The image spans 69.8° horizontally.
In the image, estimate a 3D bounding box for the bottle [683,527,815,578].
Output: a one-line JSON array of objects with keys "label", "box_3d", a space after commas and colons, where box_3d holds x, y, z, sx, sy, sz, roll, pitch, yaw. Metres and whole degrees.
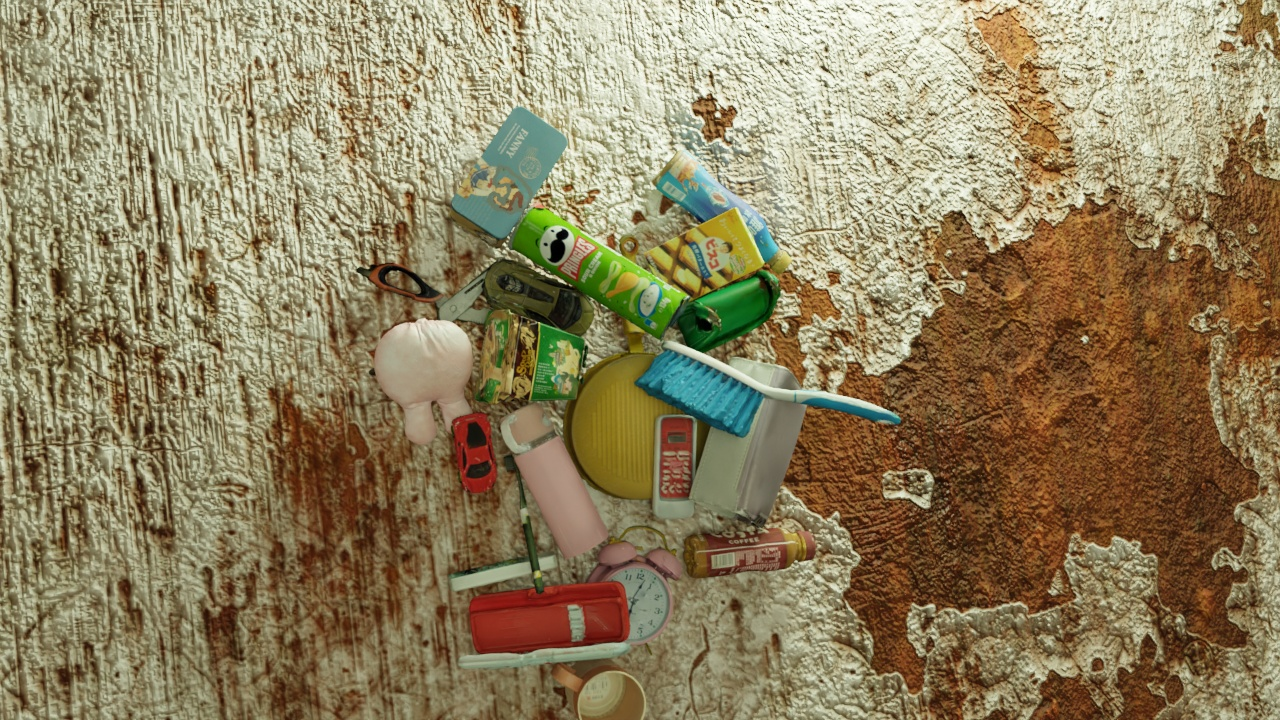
[{"label": "bottle", "box_3d": [0.148, 0.256, 1.231, 0.174, 0.057, 0.057, -2, 85, -15]}]

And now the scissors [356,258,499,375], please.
[{"label": "scissors", "box_3d": [-0.260, -0.057, 1.177, 0.222, 0.015, 0.189, 14, 83, -16]}]

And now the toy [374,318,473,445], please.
[{"label": "toy", "box_3d": [-0.263, 0.026, 1.140, 0.121, 0.054, 0.159, -13, 109, -20]}]

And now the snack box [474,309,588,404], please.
[{"label": "snack box", "box_3d": [-0.137, 0.003, 1.160, 0.105, 0.118, 0.118, 10, 88, -29]}]

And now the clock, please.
[{"label": "clock", "box_3d": [-0.009, 0.292, 1.185, 0.117, 0.060, 0.158, 15, 81, -11]}]

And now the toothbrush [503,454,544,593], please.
[{"label": "toothbrush", "box_3d": [-0.146, 0.202, 1.147, 0.017, 0.012, 0.185, -12, 63, -9]}]

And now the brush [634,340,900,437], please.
[{"label": "brush", "box_3d": [0.148, 0.049, 1.118, 0.315, 0.060, 0.109, 26, 77, 23]}]

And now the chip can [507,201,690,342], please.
[{"label": "chip can", "box_3d": [-0.053, -0.114, 1.179, 0.236, 0.072, 0.072, 32, 77, 5]}]

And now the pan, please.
[{"label": "pan", "box_3d": [-0.007, 0.007, 1.223, 0.197, 0.078, 0.357, 0, 91, -18]}]

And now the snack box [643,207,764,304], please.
[{"label": "snack box", "box_3d": [0.085, -0.136, 1.233, 0.140, 0.033, 0.087, -25, 95, 13]}]

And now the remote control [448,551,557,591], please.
[{"label": "remote control", "box_3d": [-0.172, 0.262, 1.148, 0.135, 0.056, 0.019, -10, 86, -15]}]

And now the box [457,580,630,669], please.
[{"label": "box", "box_3d": [-0.115, 0.325, 1.100, 0.201, 0.101, 0.095, -7, 88, 7]}]

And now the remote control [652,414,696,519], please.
[{"label": "remote control", "box_3d": [0.045, 0.138, 1.189, 0.055, 0.020, 0.136, 2, 90, -18]}]

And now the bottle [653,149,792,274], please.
[{"label": "bottle", "box_3d": [0.119, -0.199, 1.265, 0.218, 0.065, 0.065, 38, 76, -8]}]

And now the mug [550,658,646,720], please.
[{"label": "mug", "box_3d": [-0.060, 0.408, 1.136, 0.114, 0.106, 0.081, 31, 77, -10]}]

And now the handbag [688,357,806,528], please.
[{"label": "handbag", "box_3d": [0.145, 0.111, 1.208, 0.145, 0.099, 0.196, 37, 69, -55]}]

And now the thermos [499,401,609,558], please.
[{"label": "thermos", "box_3d": [-0.115, 0.152, 1.160, 0.067, 0.087, 0.198, -25, 93, 20]}]

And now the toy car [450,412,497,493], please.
[{"label": "toy car", "box_3d": [-0.207, 0.118, 1.156, 0.049, 0.031, 0.106, -10, 108, -21]}]

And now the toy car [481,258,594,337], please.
[{"label": "toy car", "box_3d": [-0.130, -0.080, 1.197, 0.158, 0.042, 0.070, 21, 80, -22]}]

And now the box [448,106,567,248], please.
[{"label": "box", "box_3d": [-0.170, -0.242, 1.197, 0.090, 0.062, 0.184, 31, 79, -11]}]

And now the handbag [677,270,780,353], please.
[{"label": "handbag", "box_3d": [0.118, -0.064, 1.223, 0.131, 0.120, 0.068, -24, 87, -16]}]
